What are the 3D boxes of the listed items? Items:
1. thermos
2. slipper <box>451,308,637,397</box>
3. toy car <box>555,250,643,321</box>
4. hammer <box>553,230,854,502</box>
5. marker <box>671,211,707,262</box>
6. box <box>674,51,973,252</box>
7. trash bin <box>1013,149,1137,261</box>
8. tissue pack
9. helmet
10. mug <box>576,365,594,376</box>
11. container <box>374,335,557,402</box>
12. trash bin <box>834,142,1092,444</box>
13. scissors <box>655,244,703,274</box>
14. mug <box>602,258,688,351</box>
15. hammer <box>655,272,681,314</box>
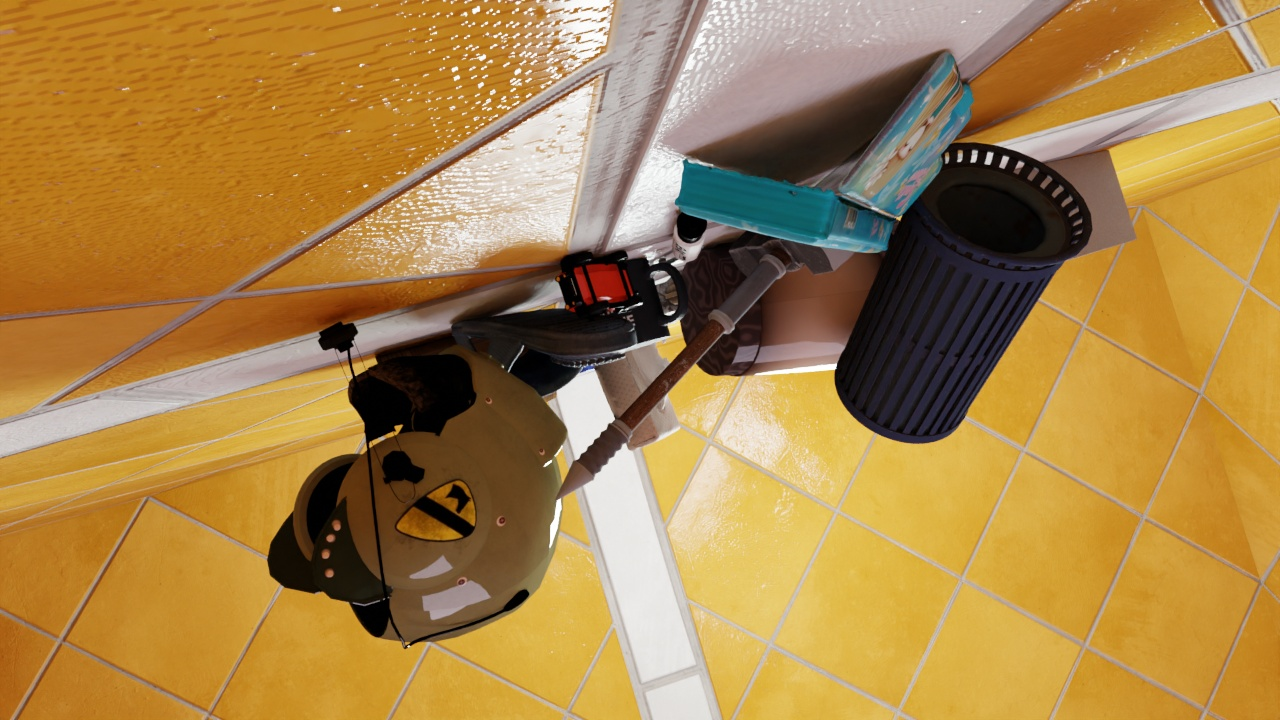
[{"bbox_3d":[0.168,-0.062,0.960,0.225,0.172,0.173,-8,175,-24],"label":"thermos"},{"bbox_3d":[-0.089,-0.003,0.856,0.101,0.082,0.264,-14,-167,-33],"label":"slipper"},{"bbox_3d":[-0.038,-0.061,0.770,0.049,0.051,0.100,-20,177,28],"label":"toy car"},{"bbox_3d":[0.042,-0.005,0.752,0.321,0.043,0.156,-47,-165,-16],"label":"hammer"},{"bbox_3d":[0.039,-0.099,0.730,0.025,0.025,0.126,-17,178,0],"label":"marker"},{"bbox_3d":[0.136,-0.109,0.588,0.173,0.083,0.226,-17,178,24],"label":"box"},{"bbox_3d":[0.469,-0.167,1.115,0.228,0.114,0.115,-16,178,-27],"label":"trash bin"},{"bbox_3d":[-0.007,0.006,1.074,0.071,0.181,0.103,-27,175,22],"label":"tissue pack"},{"bbox_3d":[-0.177,0.096,0.747,0.232,0.255,0.251,-13,177,-32],"label":"helmet"},{"bbox_3d":[-0.089,-0.019,1.161,0.112,0.076,0.074,-18,177,43],"label":"mug"},{"bbox_3d":[-0.190,0.027,1.020,0.167,0.132,0.132,-22,180,-14],"label":"container"},{"bbox_3d":[0.260,-0.044,0.791,0.139,0.139,0.250,-16,144,-20],"label":"trash bin"},{"bbox_3d":[0.009,-0.090,0.908,0.090,0.014,0.172,-17,-179,-8],"label":"scissors"},{"bbox_3d":[-0.002,-0.054,0.868,0.105,0.077,0.071,-18,178,33],"label":"mug"},{"bbox_3d":[0.132,-0.104,1.169,0.122,0.049,0.317,-15,-179,39],"label":"hammer"}]
